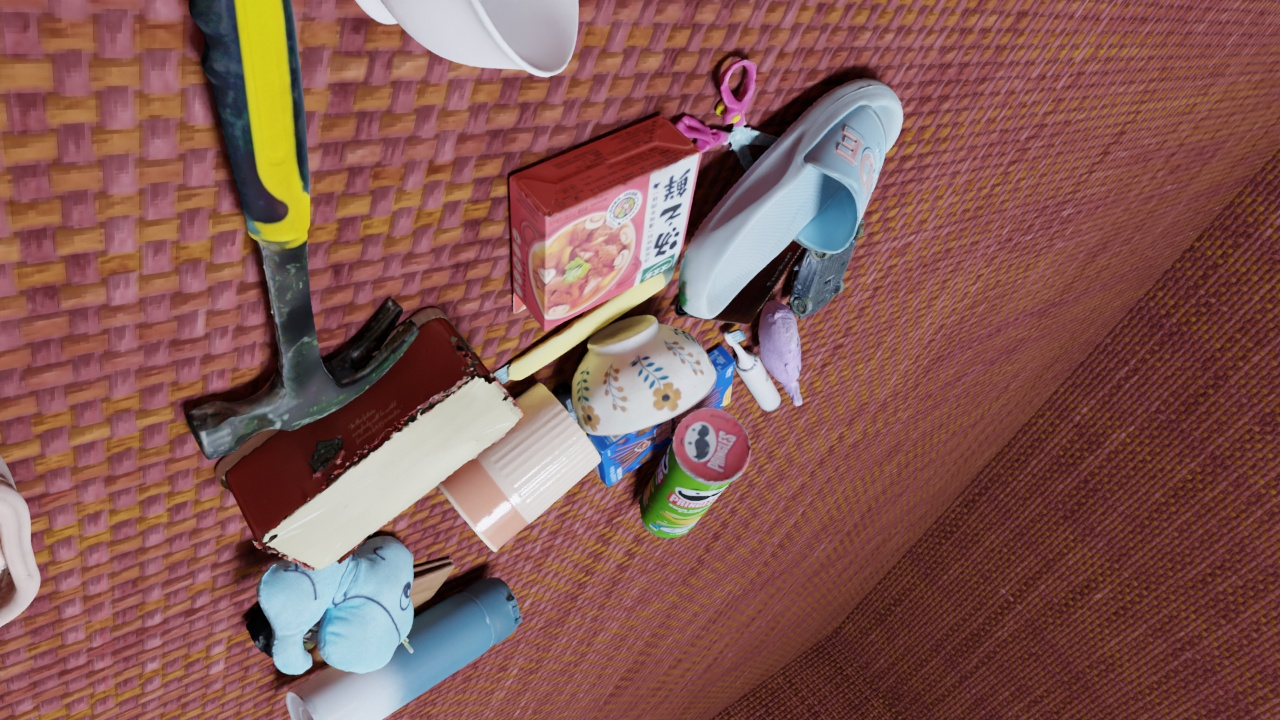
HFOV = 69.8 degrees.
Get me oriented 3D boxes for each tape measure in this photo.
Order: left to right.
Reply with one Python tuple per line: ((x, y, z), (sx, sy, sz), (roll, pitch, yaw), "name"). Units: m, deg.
((-0.264, 0.199, 0.697), (0.057, 0.039, 0.058), (-43, 155, 3), "tape measure")

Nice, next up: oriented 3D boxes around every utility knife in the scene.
((-0.043, -0.023, 0.679), (0.173, 0.019, 0.031), (-37, 150, -11), "utility knife")

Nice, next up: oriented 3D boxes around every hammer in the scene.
((-0.163, -0.075, 0.415), (0.125, 0.032, 0.324), (-25, 150, -30), "hammer")

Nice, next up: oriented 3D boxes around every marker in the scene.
((-0.057, 0.054, 0.783), (0.018, 0.015, 0.124), (-37, 153, -17), "marker")

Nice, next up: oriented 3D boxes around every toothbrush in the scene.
((0.114, 0.010, 0.939), (0.026, 0.026, 0.221), (-22, 156, 10), "toothbrush")

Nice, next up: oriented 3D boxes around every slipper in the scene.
((0.121, -0.114, 0.666), (0.244, 0.074, 0.104), (-44, 158, -21), "slipper")

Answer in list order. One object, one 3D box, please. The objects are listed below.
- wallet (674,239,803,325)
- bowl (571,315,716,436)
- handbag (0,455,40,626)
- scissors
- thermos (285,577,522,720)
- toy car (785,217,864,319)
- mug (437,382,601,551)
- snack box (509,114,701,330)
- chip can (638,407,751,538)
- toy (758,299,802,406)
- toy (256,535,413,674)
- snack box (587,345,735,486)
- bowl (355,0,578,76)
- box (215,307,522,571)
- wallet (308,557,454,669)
((0.088, -0.072, 0.783), (0.096, 0.020, 0.122), (-52, 155, 21), "wallet")
((-0.004, 0.004, 0.700), (0.113, 0.113, 0.062), (-30, 111, -23), "bowl")
((-0.358, 0.103, 0.387), (0.192, 0.093, 0.235), (-27, 159, -28), "handbag")
((0.059, -0.148, 0.628), (0.096, 0.017, 0.137), (-43, 158, 1), "scissors")
((-0.205, 0.269, 0.830), (0.219, 0.070, 0.070), (-24, 150, -42), "thermos")
((0.167, -0.088, 0.843), (0.054, 0.037, 0.121), (-30, 152, -28), "toy car")
((-0.100, 0.068, 0.685), (0.105, 0.082, 0.114), (-39, 129, -10), "mug")
((-0.025, -0.078, 0.585), (0.113, 0.044, 0.127), (-29, 152, -24), "snack box")
((0.048, 0.120, 0.920), (0.072, 0.072, 0.236), (-32, 165, -19), "chip can")
((0.136, -0.013, 0.884), (0.039, 0.083, 0.108), (-18, 147, -2), "toy")
((-0.213, 0.178, 0.676), (0.161, 0.050, 0.156), (-70, 149, -55), "toy")
((0.022, 0.054, 0.879), (0.157, 0.026, 0.085), (-34, 155, -15), "snack box")
((-0.076, -0.161, 0.346), (0.065, 0.118, 0.118), (-7, 163, 19), "bowl")
((-0.160, 0.057, 0.571), (0.168, 0.079, 0.091), (-38, 154, -6), "box")
((-0.227, 0.220, 0.809), (0.115, 0.020, 0.101), (-8, 140, -53), "wallet")
